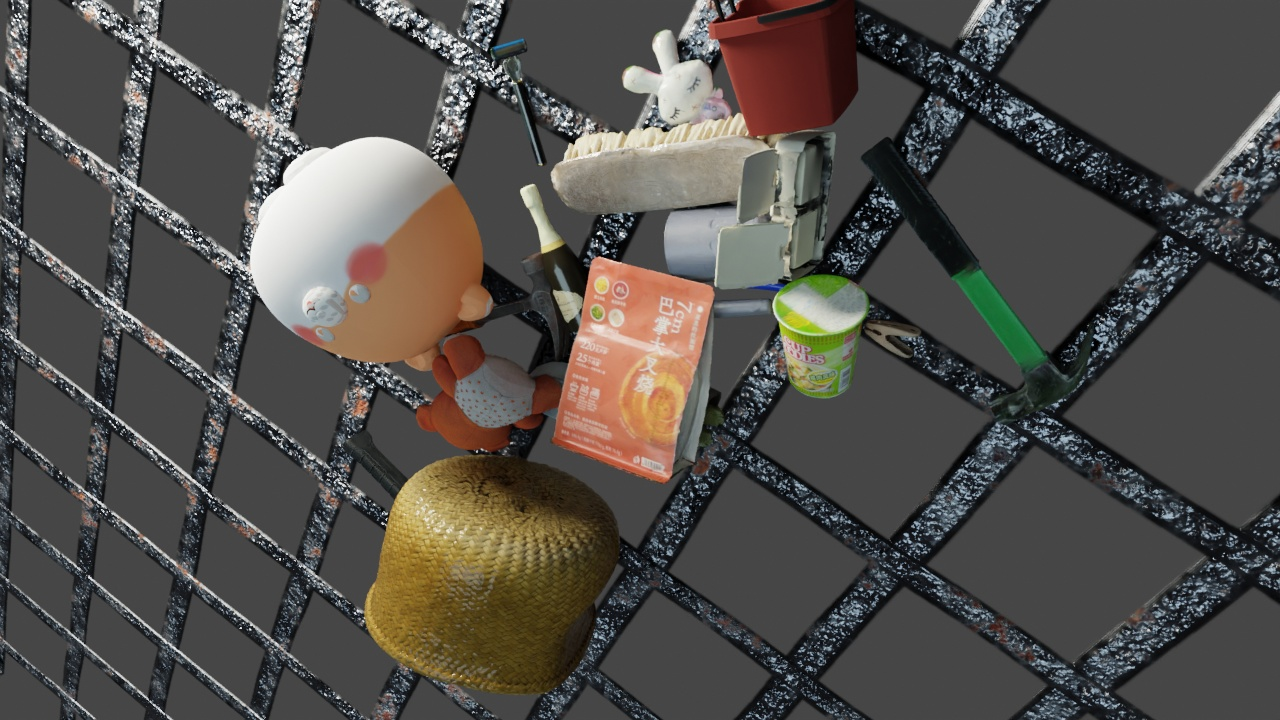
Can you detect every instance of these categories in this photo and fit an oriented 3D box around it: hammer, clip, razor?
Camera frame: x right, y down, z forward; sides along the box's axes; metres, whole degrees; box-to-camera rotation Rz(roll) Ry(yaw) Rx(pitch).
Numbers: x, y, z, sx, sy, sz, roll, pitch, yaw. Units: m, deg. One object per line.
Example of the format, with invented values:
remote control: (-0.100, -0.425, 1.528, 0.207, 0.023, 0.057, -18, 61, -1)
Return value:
hammer: (-0.321, 0.229, 1.370, 0.333, 0.117, 0.025, 42, 122, 11)
clip: (0.272, -0.022, 0.994, 0.061, 0.024, 0.041, 14, 116, 30)
hammer: (0.331, -0.089, 0.927, 0.131, 0.032, 0.319, -36, 93, 35)
razor: (-0.136, -0.299, 1.077, 0.042, 0.022, 0.144, -18, 112, -9)
hammer: (-0.230, -0.042, 1.235, 0.315, 0.034, 0.138, -12, 107, 32)

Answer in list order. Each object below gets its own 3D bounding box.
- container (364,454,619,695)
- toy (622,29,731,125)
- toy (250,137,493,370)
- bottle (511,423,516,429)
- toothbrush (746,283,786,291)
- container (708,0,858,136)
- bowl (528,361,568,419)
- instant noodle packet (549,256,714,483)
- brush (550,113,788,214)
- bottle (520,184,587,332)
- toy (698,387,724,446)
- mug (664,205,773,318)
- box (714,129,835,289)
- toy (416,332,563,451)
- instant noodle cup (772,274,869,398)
container: (-0.184, 0.251, 1.180, 0.307, 0.306, 0.197, 19, 107, 19)
toy: (0.043, -0.290, 0.977, 0.122, 0.037, 0.079, 38, 117, 3)
toy: (-0.319, -0.120, 1.108, 0.280, 0.264, 0.264, 44, 123, -10)
bottle: (-0.202, 0.070, 1.254, 0.132, 0.061, 0.061, -24, 103, 33)
toothbrush: (0.156, -0.084, 1.028, 0.183, 0.016, 0.018, 11, 80, 20)
container: (0.131, -0.326, 0.850, 0.127, 0.147, 0.201, -2, 121, 29)
bowl: (-0.097, 0.036, 1.183, 0.106, 0.039, 0.106, 13, 147, 9)
instant noodle packet: (-0.006, 0.006, 1.033, 0.164, 0.083, 0.221, 17, 109, 30)
brush: (0.027, -0.211, 0.999, 0.272, 0.056, 0.083, -1, 136, 29)
bottle: (-0.101, -0.126, 1.121, 0.045, 0.045, 0.184, -15, 105, 31)
toy: (0.029, 0.044, 1.115, 0.153, 0.078, 0.180, 36, 124, 17)
mug: (0.091, -0.107, 1.005, 0.104, 0.083, 0.124, -2, 99, 25)
box: (0.136, -0.149, 0.909, 0.050, 0.183, 0.144, 14, 114, 29)
toy: (-0.193, 0.049, 1.140, 0.163, 0.092, 0.173, 26, 136, -21)
instant noodle cup: (0.194, -0.020, 0.985, 0.099, 0.098, 0.108, 12, 137, 22)
